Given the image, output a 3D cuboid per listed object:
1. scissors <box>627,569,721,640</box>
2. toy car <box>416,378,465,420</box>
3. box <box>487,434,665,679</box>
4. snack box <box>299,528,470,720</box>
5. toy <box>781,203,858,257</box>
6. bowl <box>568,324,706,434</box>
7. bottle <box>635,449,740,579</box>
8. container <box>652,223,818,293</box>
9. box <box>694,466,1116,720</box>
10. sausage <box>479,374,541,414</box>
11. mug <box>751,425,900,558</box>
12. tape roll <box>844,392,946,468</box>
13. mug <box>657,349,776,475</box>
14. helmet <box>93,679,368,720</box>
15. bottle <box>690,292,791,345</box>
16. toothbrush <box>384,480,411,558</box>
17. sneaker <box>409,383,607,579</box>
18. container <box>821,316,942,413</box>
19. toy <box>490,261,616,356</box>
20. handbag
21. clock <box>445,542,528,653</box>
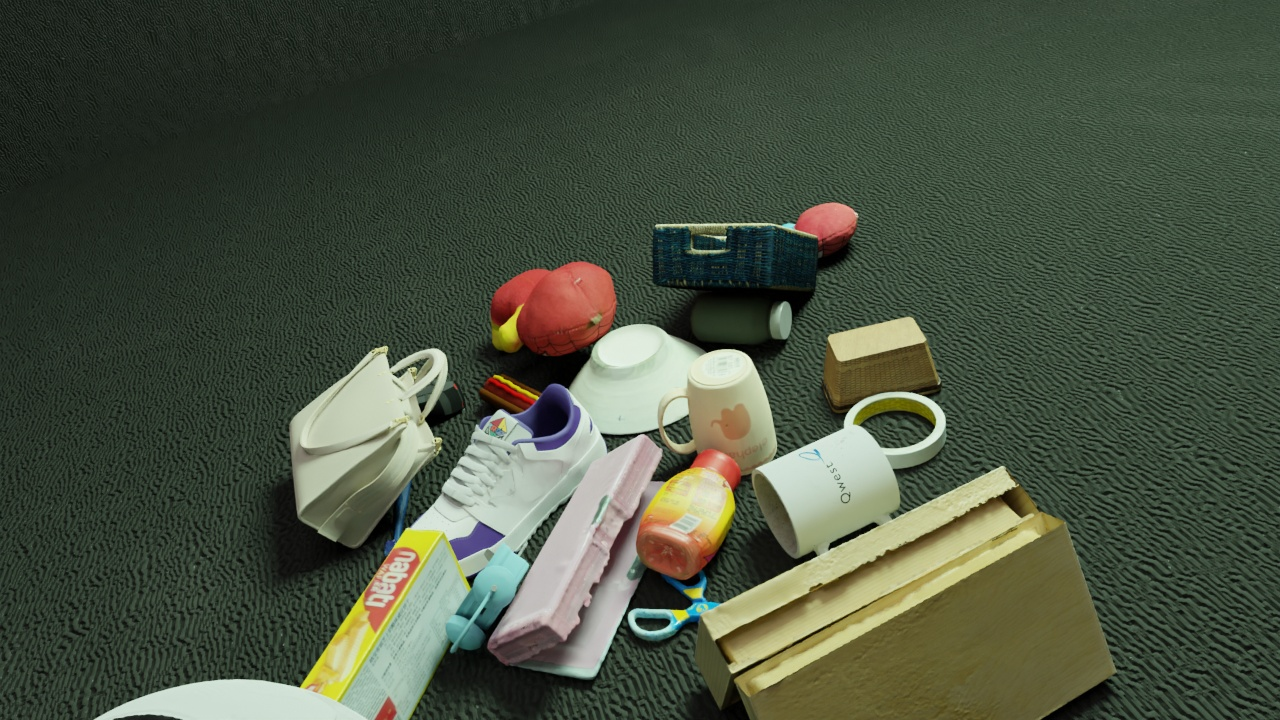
[{"bbox_3d":[0.046,0.213,0.758,0.109,0.018,0.131,-35,37,-22],"label":"scissors"},{"bbox_3d":[-0.255,0.052,1.087,0.092,0.042,0.036,-16,31,-1],"label":"toy car"},{"bbox_3d":[-0.038,0.178,0.825,0.099,0.080,0.231,-36,17,40],"label":"box"},{"bbox_3d":[-0.207,0.240,0.752,0.042,0.092,0.200,0,37,22],"label":"snack box"},{"bbox_3d":[0.219,-0.160,1.190,0.133,0.062,0.092,-22,17,23],"label":"toy"},{"bbox_3d":[-0.006,0.006,1.038,0.177,0.058,0.176,-11,34,7],"label":"bowl"},{"bbox_3d":[0.048,0.134,0.827,0.071,0.048,0.133,16,37,20],"label":"bottle"},{"bbox_3d":[0.115,-0.117,1.077,0.145,0.071,0.187,4,4,27],"label":"container"},{"bbox_3d":[0.176,0.189,0.640,0.248,0.142,0.179,-25,42,-12],"label":"box"},{"bbox_3d":[-0.127,0.051,1.039,0.040,0.040,0.156,-37,39,-29],"label":"sausage"},{"bbox_3d":[0.167,0.127,0.785,0.096,0.083,0.119,-23,62,-10],"label":"mug"},{"bbox_3d":[0.244,0.066,0.883,0.094,0.019,0.093,-11,34,8],"label":"tape roll"},{"bbox_3d":[0.072,0.051,0.899,0.111,0.104,0.085,-14,33,0],"label":"mug"},{"bbox_3d":[-0.239,0.306,0.559,0.283,0.224,0.183,-4,12,30],"label":"helmet"},{"bbox_3d":[0.117,-0.048,1.064,0.109,0.060,0.060,4,39,27],"label":"bottle"},{"bbox_3d":[-0.255,0.146,0.975,0.016,0.017,0.189,-13,34,0],"label":"toothbrush"},{"bbox_3d":[-0.139,0.112,0.892,0.243,0.111,0.092,-37,39,-28],"label":"sneaker"},{"bbox_3d":[0.243,0.002,0.936,0.114,0.061,0.063,-13,34,4],"label":"container"},{"bbox_3d":[-0.106,-0.062,1.111,0.147,0.099,0.217,-39,20,-21],"label":"toy"},{"bbox_3d":[-0.276,0.067,0.977,0.198,0.101,0.194,-45,35,5],"label":"handbag"},{"bbox_3d":[-0.134,0.202,0.779,0.042,0.087,0.123,33,21,0],"label":"clock"}]
